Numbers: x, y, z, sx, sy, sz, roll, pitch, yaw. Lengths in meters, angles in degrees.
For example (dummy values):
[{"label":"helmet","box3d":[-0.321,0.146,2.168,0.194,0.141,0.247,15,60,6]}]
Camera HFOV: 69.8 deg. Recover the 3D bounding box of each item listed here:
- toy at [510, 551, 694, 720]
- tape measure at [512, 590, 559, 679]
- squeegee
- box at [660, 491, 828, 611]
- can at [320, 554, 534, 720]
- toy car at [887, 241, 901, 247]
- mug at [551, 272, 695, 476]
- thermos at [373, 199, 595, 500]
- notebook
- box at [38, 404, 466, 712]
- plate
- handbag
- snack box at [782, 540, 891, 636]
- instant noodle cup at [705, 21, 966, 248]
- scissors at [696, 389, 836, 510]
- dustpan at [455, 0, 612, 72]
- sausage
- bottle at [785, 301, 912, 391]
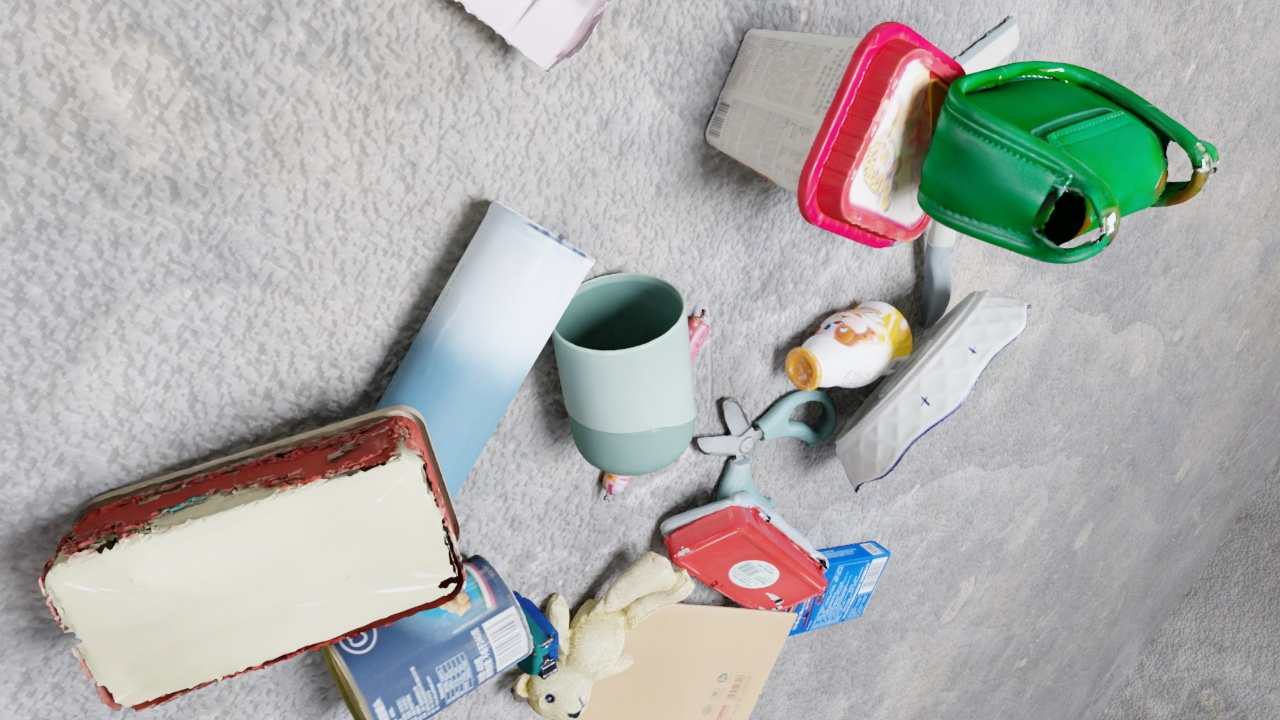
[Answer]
[{"label":"toy","box3d":[-0.026,0.210,0.696,0.157,0.066,0.105,-44,131,-1]},{"label":"tape measure","box3d":[-0.081,0.194,0.644,0.025,0.058,0.055,-22,133,-32]},{"label":"squeegee","box3d":[0.242,-0.108,0.757,0.246,0.039,0.247,-38,136,-18]},{"label":"box","box3d":[0.095,0.163,0.780,0.087,0.048,0.201,-29,141,16]},{"label":"can","box3d":[-0.131,0.179,0.574,0.111,0.075,0.075,-26,131,-29]},{"label":"toy car","box3d":[0.163,-0.137,0.636,0.036,0.054,0.121,-21,112,-20]},{"label":"mug","box3d":[-0.003,0.003,0.582,0.111,0.082,0.106,-60,150,-46]},{"label":"thermos","box3d":[-0.107,0.021,0.502,0.070,0.070,0.220,27,97,-48]},{"label":"notebook","box3d":[0.033,0.276,0.800,0.207,0.008,0.148,14,104,-33]},{"label":"box","box3d":[-0.173,0.090,0.427,0.168,0.079,0.091,-18,110,-10]},{"label":"plate","box3d":[0.235,0.020,0.765,0.204,0.045,0.205,-46,171,-9]},{"label":"handbag","box3d":[0.227,-0.109,0.496,0.131,0.120,0.068,-23,135,-34]},{"label":"snack box","box3d":[0.190,0.233,0.939,0.156,0.026,0.085,4,113,-44]},{"label":"instant noodle cup","box3d":[0.116,-0.143,0.555,0.116,0.124,0.117,8,110,-46]},{"label":"scissors","box3d":[0.111,0.068,0.767,0.177,0.019,0.174,-38,135,-16]},{"label":"dustpan","box3d":[-0.036,-0.300,0.382,0.274,0.138,0.222,-36,136,21]},{"label":"sausage","box3d":[0.009,0.033,0.649,0.020,0.020,0.156,19,102,-47]},{"label":"bottle","box3d":[0.165,-0.008,0.732,0.108,0.063,0.063,-20,128,-33]}]
